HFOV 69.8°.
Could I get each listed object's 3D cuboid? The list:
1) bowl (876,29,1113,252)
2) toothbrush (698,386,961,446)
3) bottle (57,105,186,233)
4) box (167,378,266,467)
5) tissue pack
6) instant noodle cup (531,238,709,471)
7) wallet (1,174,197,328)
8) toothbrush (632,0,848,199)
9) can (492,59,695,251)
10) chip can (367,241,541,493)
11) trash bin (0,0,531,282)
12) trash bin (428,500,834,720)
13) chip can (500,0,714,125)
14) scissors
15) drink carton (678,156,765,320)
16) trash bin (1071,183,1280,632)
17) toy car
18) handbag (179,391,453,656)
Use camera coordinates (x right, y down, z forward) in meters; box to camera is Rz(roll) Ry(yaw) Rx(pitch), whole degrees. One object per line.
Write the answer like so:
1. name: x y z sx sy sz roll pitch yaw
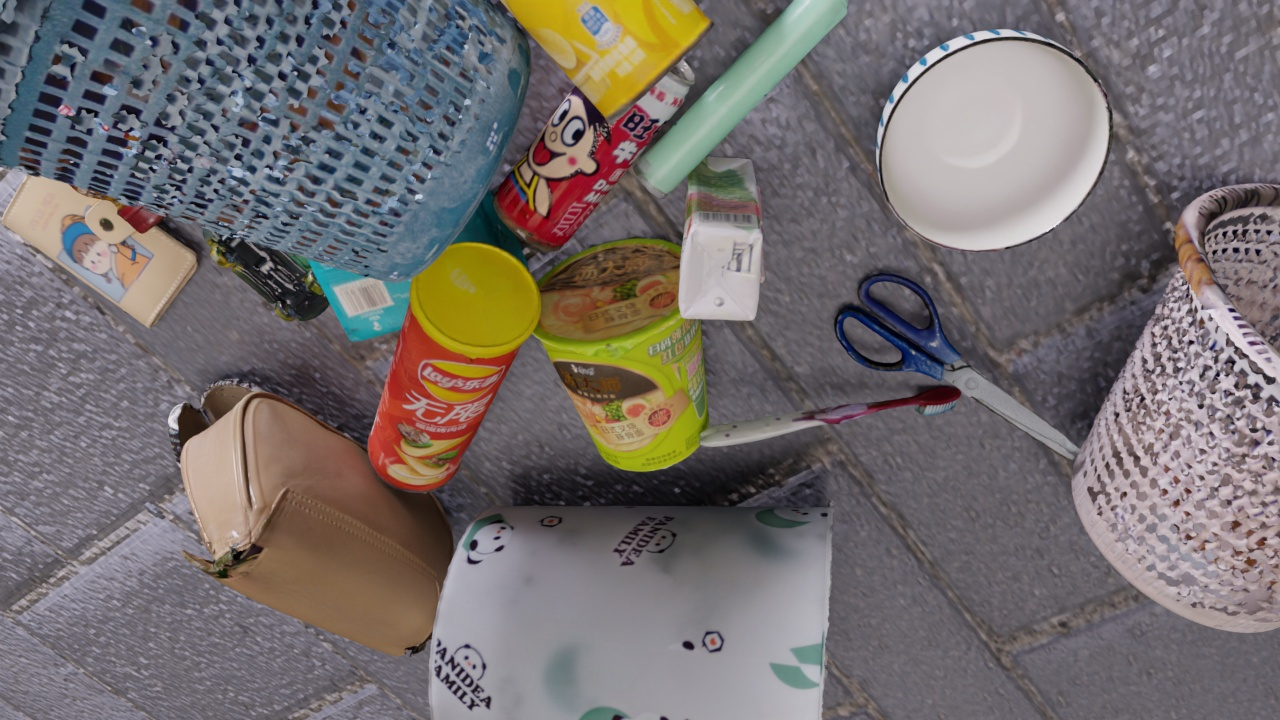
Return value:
1. bowl: 0.187 -0.125 0.503 0.116 0.066 0.117 4 121 6
2. toothbrush: 0.127 0.039 0.609 0.187 0.016 0.017 -9 134 -12
3. bottle: -0.355 -0.156 0.556 0.058 0.057 0.175 -29 114 22
4. box: -0.285 0.089 0.700 0.088 0.076 0.163 -27 117 -9
5. tissue pack: -0.146 -0.072 0.586 0.134 0.050 0.093 -13 118 14
6. instant noodle cup: -0.004 0.003 0.589 0.112 0.111 0.123 -8 128 11
7. wallet: -0.364 -0.084 0.624 0.115 0.024 0.087 42 123 -17
8. toothbrush: 0.080 -0.173 0.494 0.225 0.027 0.026 -43 86 20
9. can: -0.029 -0.128 0.535 0.053 0.053 0.133 36 119 -15
10. chip can: -0.127 0.015 0.582 0.073 0.073 0.217 26 144 -9
11. trash bin: -0.170 -0.141 0.437 0.195 0.226 0.227 26 123 -31
12. trash bin: 0.005 0.205 0.650 0.252 0.229 0.230 2 122 12
13. chip can: -0.061 -0.211 0.419 0.072 0.071 0.213 -36 106 25
14. scissors: 0.197 0.017 0.587 0.108 0.012 0.175 -32 92 32
15. drink carton: 0.047 -0.073 0.521 0.045 0.122 0.054 4 120 2
16. trash bin: 0.361 0.044 0.517 0.227 0.226 0.193 14 135 -2
17. toy car: -0.244 -0.066 0.610 0.043 0.036 0.091 -34 111 23
18. handbag: -0.223 0.120 0.640 0.100 0.147 0.204 -37 130 13
